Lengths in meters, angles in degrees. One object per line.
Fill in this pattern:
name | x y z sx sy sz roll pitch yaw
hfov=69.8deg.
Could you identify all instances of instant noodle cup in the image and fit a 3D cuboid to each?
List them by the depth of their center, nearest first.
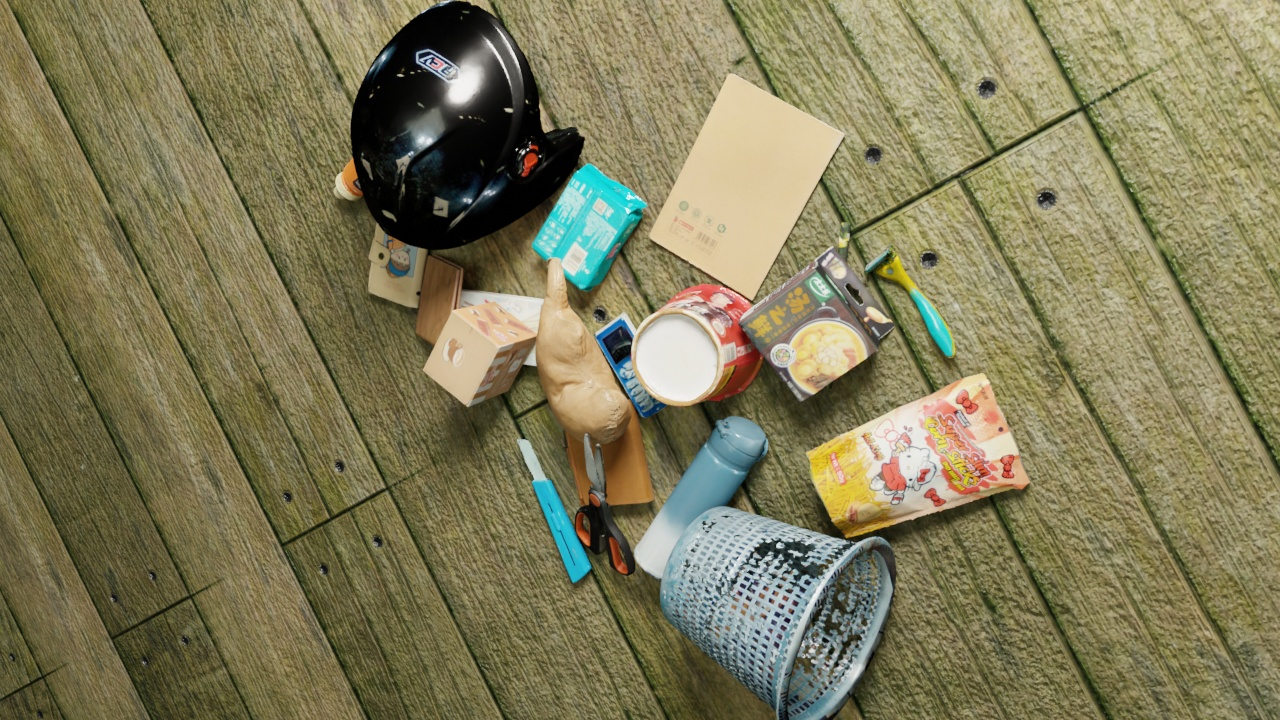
instant noodle cup | 0.060 -0.014 1.033 0.138 0.108 0.138 5 102 23

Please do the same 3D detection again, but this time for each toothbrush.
toothbrush | 0.213 -0.059 1.008 0.017 0.012 0.186 12 106 33

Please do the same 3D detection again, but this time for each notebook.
notebook | 0.113 -0.193 1.029 0.148 0.008 0.208 33 112 15

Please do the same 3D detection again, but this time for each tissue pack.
tissue pack | -0.062 -0.158 1.092 0.093 0.050 0.134 40 113 14

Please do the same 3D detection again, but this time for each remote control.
remote control | -0.007 0.006 1.114 0.049 0.024 0.125 -34 83 26

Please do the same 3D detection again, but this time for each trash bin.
trash bin | 0.138 0.262 1.005 0.195 0.226 0.227 22 109 37

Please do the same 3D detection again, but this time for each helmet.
helmet | -0.214 -0.258 1.044 0.233 0.229 0.275 38 152 13

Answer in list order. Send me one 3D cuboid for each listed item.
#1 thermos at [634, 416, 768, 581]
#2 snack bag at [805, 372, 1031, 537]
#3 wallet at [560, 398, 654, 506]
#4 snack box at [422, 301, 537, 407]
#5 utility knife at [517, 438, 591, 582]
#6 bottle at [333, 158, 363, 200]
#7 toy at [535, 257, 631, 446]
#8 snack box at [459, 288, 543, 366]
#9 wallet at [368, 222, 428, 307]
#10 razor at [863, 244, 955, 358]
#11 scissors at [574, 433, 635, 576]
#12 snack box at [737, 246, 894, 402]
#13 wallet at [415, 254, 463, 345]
thermos | 0.072 0.164 1.089 0.070 0.070 0.221 37 113 14
snack bag | 0.293 0.109 0.985 0.208 0.073 0.128 -24 89 19
wallet | -0.044 0.118 1.150 0.108 0.031 0.132 -10 95 24
snack box | -0.196 -0.010 1.128 0.077 0.094 0.093 37 113 13
utility knife | -0.116 0.194 1.206 0.034 0.018 0.203 -25 88 27
bottle | -0.352 -0.250 1.203 0.150 0.066 0.067 -23 90 34
toy | -0.083 -0.006 1.083 0.144 0.082 0.226 -35 78 58
snack box | -0.176 -0.043 1.181 0.157 0.026 0.085 8 104 22
wallet | -0.326 -0.137 1.233 0.087 0.024 0.115 18 109 15
razor | 0.290 -0.059 0.963 0.132 0.028 0.043 55 139 9
scissors | -0.037 0.179 1.100 0.161 0.021 0.235 47 149 13
snack box | 0.189 -0.038 0.985 0.126 0.053 0.113 -38 94 21
wallet | -0.260 -0.074 1.191 0.101 0.020 0.115 25 110 52
